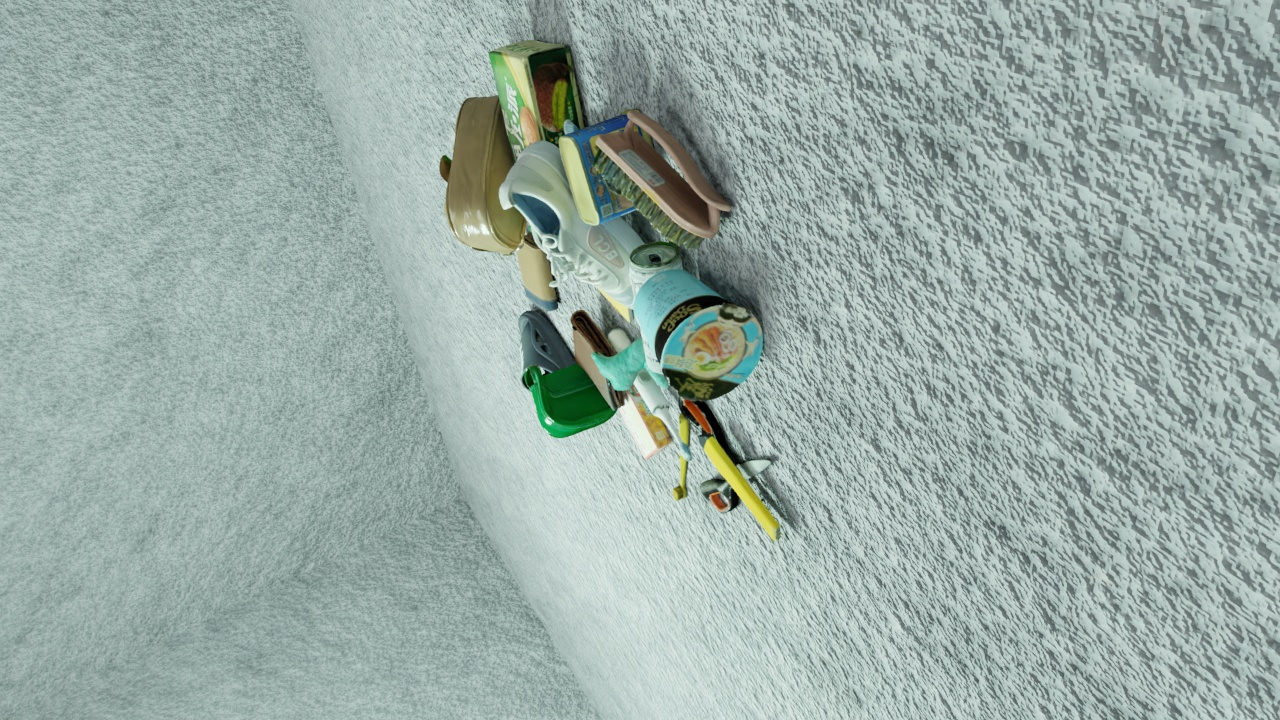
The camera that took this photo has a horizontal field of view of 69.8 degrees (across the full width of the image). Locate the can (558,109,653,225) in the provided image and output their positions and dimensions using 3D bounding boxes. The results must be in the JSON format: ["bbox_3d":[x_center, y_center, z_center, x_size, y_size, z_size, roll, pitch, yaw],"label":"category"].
[{"bbox_3d":[-0.031,-0.202,0.969,0.057,0.083,0.102,27,138,61],"label":"can"}]

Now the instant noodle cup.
[{"bbox_3d":[0.051,-0.036,0.944,0.120,0.111,0.111,-125,20,-52],"label":"instant noodle cup"}]

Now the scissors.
[{"bbox_3d":[0.105,0.132,1.106,0.234,0.021,0.221,57,159,24],"label":"scissors"}]

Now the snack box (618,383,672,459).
[{"bbox_3d":[-0.010,0.061,1.312,0.155,0.027,0.077,62,160,9],"label":"snack box"}]

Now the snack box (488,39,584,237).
[{"bbox_3d":[-0.113,-0.263,1.126,0.114,0.063,0.240,36,143,53],"label":"snack box"}]

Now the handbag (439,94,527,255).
[{"bbox_3d":[-0.201,-0.242,1.214,0.148,0.100,0.204,48,-135,-65],"label":"handbag"}]

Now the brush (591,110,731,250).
[{"bbox_3d":[0.023,-0.172,0.886,0.145,0.063,0.073,47,127,14],"label":"brush"}]

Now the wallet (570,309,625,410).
[{"bbox_3d":[-0.062,0.001,1.288,0.124,0.032,0.101,52,158,40],"label":"wallet"}]

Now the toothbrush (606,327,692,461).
[{"bbox_3d":[0.014,0.044,1.203,0.221,0.026,0.026,59,173,32],"label":"toothbrush"}]

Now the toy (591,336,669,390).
[{"bbox_3d":[-0.007,0.007,1.184,0.092,0.030,0.096,-38,89,27],"label":"toy"}]

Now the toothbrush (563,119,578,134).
[{"bbox_3d":[-0.059,-0.188,1.058,0.027,0.026,0.225,40,160,32],"label":"toothbrush"}]

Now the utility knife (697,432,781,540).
[{"bbox_3d":[0.114,0.141,1.053,0.153,0.015,0.033,53,160,23],"label":"utility knife"}]

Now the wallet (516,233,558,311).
[{"bbox_3d":[-0.168,-0.144,1.472,0.090,0.033,0.115,37,145,49],"label":"wallet"}]

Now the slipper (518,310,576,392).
[{"bbox_3d":[-0.159,0.018,1.566,0.268,0.083,0.111,50,154,33],"label":"slipper"}]

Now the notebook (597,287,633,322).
[{"bbox_3d":[-0.069,-0.160,1.227,0.206,0.010,0.146,48,154,40],"label":"notebook"}]

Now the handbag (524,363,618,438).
[{"bbox_3d":[-0.099,0.047,1.373,0.120,0.131,0.068,64,157,12],"label":"handbag"}]

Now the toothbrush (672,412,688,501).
[{"bbox_3d":[0.055,0.134,1.246,0.015,0.016,0.190,51,156,34],"label":"toothbrush"}]

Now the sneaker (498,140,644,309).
[{"bbox_3d":[-0.067,-0.127,1.037,0.090,0.090,0.242,0,140,48],"label":"sneaker"}]

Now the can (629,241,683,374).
[{"bbox_3d":[0.025,-0.057,1.033,0.058,0.058,0.147,42,150,49],"label":"can"}]
